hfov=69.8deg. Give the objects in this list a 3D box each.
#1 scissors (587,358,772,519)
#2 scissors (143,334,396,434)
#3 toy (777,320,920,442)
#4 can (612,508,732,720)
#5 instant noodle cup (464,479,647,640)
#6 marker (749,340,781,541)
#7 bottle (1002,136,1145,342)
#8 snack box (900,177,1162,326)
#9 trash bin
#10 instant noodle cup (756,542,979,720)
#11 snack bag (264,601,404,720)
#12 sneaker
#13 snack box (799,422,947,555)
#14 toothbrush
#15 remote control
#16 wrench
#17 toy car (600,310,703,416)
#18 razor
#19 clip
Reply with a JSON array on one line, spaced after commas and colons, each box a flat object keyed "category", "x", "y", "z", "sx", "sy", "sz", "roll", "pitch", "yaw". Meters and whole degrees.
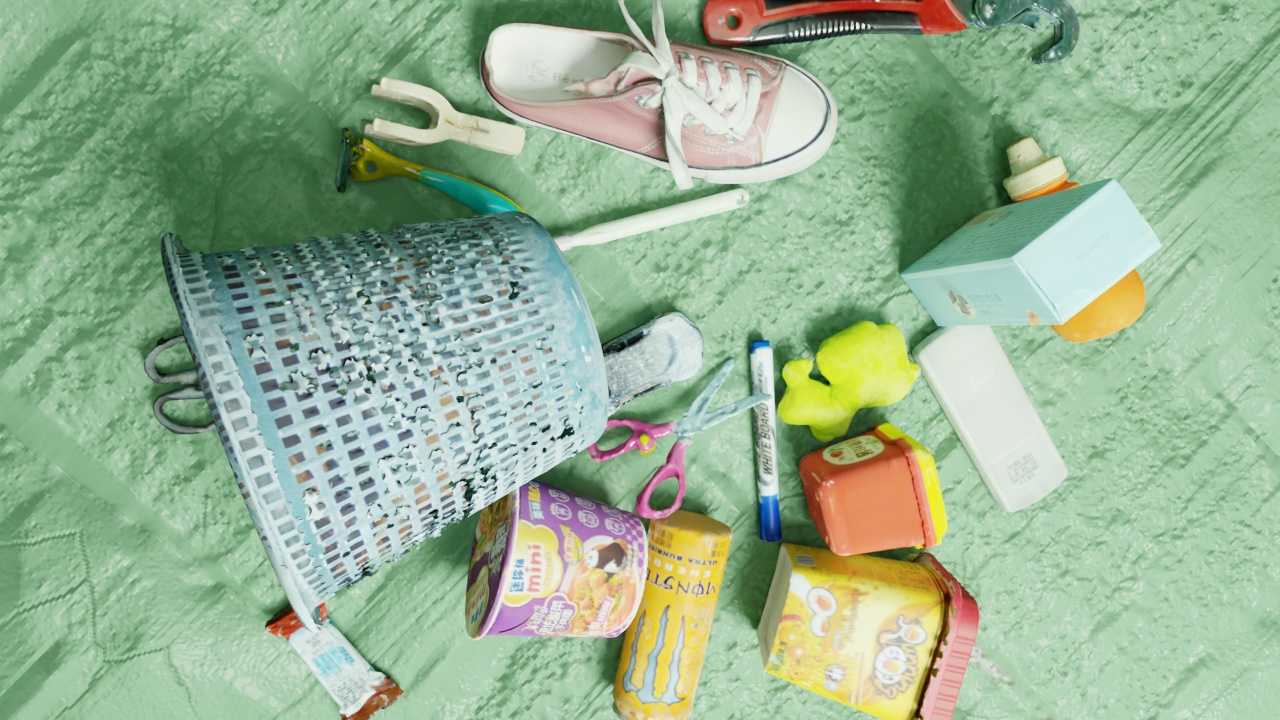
[{"category": "scissors", "x": 0.033, "y": 0.055, "z": 0.631, "sx": 0.135, "sy": 0.017, "sz": 0.108, "roll": -21, "pitch": 59, "yaw": -2}, {"category": "scissors", "x": -0.235, "y": 0.016, "z": 0.613, "sx": 0.175, "sy": 0.014, "sz": 0.133, "roll": 25, "pitch": 92, "yaw": -13}, {"category": "toy", "x": 0.148, "y": 0.012, "z": 0.653, "sx": 0.096, "sy": 0.031, "sz": 0.100, "roll": 28, "pitch": 98, "yaw": -21}, {"category": "can", "x": 0.021, "y": 0.181, "z": 0.643, "sx": 0.058, "sy": 0.058, "sz": 0.146, "roll": 11, "pitch": 95, "yaw": -9}, {"category": "instant noodle cup", "x": -0.054, "y": 0.134, "z": 0.607, "sx": 0.099, "sy": 0.111, "sz": 0.111, "roll": 14, "pitch": 95, "yaw": -17}, {"category": "marker", "x": 0.090, "y": 0.058, "z": 0.659, "sx": 0.017, "sy": 0.017, "sz": 0.146, "roll": -5, "pitch": 98, "yaw": -8}, {"category": "bottle", "x": 0.299, "y": -0.089, "z": 0.651, "sx": 0.066, "sy": 0.067, "sz": 0.149, "roll": -27, "pitch": 92, "yaw": -4}, {"category": "snack box", "x": 0.238, "y": -0.063, "z": 0.585, "sx": 0.074, "sy": 0.175, "sz": 0.051, "roll": -38, "pitch": 94, "yaw": -3}, {"category": "trash bin", "x": -0.133, "y": 0.011, "z": 0.529, "sx": 0.194, "sy": 0.227, "sz": 0.226, "roll": -20, "pitch": 99, "yaw": -20}, {"category": "instant noodle cup", "x": 0.152, "y": 0.187, "z": 0.642, "sx": 0.123, "sy": 0.116, "sz": 0.116, "roll": 15, "pitch": 95, "yaw": 2}, {"category": "snack bag", "x": -0.211, "y": 0.205, "z": 0.630, "sx": 0.045, "sy": 0.026, "sz": 0.105, "roll": -36, "pitch": 101, "yaw": -12}, {"category": "sneaker", "x": 0.017, "y": -0.170, "z": 0.585, "sx": 0.241, "sy": 0.088, "sz": 0.118, "roll": 10, "pitch": 95, "yaw": -8}, {"category": "snack box", "x": 0.158, "y": 0.093, "z": 0.638, "sx": 0.080, "sy": 0.091, "sz": 0.082, "roll": -15, "pitch": 98, "yaw": 1}, {"category": "toothbrush", "x": -0.016, "y": -0.090, "z": 0.626, "sx": 0.189, "sy": 0.020, "sz": 0.029, "roll": -15, "pitch": 103, "yaw": -7}, {"category": "remote control", "x": 0.259, "y": 0.039, "z": 0.678, "sx": 0.058, "sy": 0.021, "sz": 0.150, "roll": -32, "pitch": 100, "yaw": -3}, {"category": "wrench", "x": 0.177, "y": -0.236, "z": 0.636, "sx": 0.273, "sy": 0.016, "sz": 0.056, "roll": -1, "pitch": 97, "yaw": -8}, {"category": "toy car", "x": -0.004, "y": 0.004, "z": 0.632, "sx": 0.105, "sy": 0.031, "sz": 0.049, "roll": -26, "pitch": 100, "yaw": -5}, {"category": "razor", "x": -0.133, "y": -0.112, "z": 0.601, "sx": 0.132, "sy": 0.028, "sz": 0.043, "roll": 18, "pitch": 129, "yaw": -9}, {"category": "clip", "x": -0.128, "y": -0.151, "z": 0.580, "sx": 0.102, "sy": 0.095, "sz": 0.035, "roll": 13, "pitch": 95, "yaw": 2}]
